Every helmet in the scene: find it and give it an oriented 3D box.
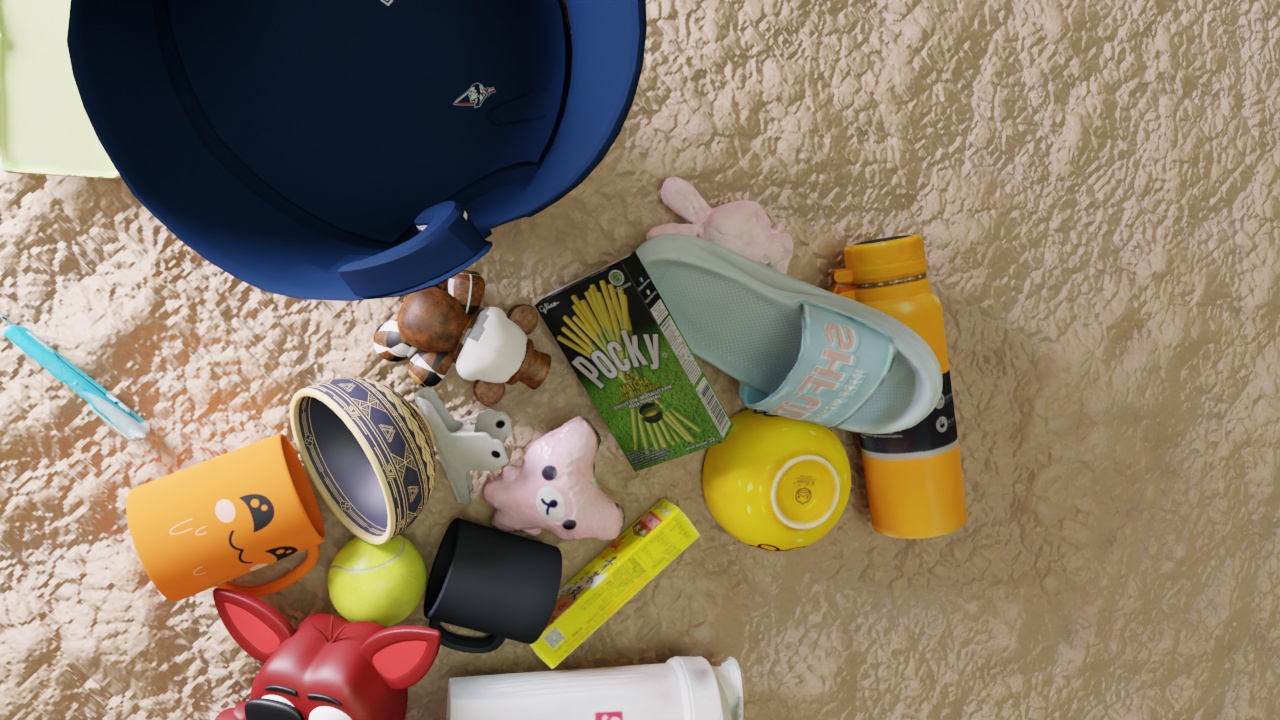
[{"bbox_3d":[-0.126,-0.177,0.492,0.273,0.222,0.232,-16,120,27],"label":"helmet"}]

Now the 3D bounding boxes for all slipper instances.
[{"bbox_3d":[0.095,-0.007,0.663,0.245,0.104,0.074,26,44,-2],"label":"slipper"}]

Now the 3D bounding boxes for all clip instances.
[{"bbox_3d":[-0.117,0.056,0.645,0.054,0.040,0.102,-8,126,6],"label":"clip"}]

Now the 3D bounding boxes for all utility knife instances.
[{"bbox_3d":[-0.366,0.009,0.585,0.015,0.022,0.123,-45,106,-1],"label":"utility knife"}]

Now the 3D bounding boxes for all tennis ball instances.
[{"bbox_3d":[-0.181,0.150,0.631,0.065,0.065,0.065,-2,96,-17],"label":"tennis ball"}]

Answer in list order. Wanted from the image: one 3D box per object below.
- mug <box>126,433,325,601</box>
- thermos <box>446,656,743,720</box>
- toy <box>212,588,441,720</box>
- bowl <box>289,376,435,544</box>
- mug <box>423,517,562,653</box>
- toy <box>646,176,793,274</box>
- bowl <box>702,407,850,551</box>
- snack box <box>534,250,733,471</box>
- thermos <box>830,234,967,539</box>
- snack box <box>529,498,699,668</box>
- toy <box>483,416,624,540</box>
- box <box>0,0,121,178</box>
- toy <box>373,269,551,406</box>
[{"bbox_3d":[-0.263,0.114,0.605,0.095,0.077,0.113,-22,128,-14],"label":"mug"},{"bbox_3d":[-0.032,0.272,0.677,0.220,0.099,0.099,2,94,-12],"label":"thermos"},{"bbox_3d":[-0.202,0.248,0.591,0.158,0.120,0.197,8,111,12],"label":"toy"},{"bbox_3d":[-0.174,0.058,0.610,0.061,0.113,0.112,-31,104,-38],"label":"bowl"},{"bbox_3d":[-0.112,0.170,0.658,0.077,0.071,0.105,20,116,-18],"label":"mug"},{"bbox_3d":[0.060,-0.094,0.691,0.110,0.047,0.063,22,87,-6],"label":"toy"},{"bbox_3d":[0.113,0.095,0.712,0.117,0.068,0.117,-2,96,-16],"label":"bowl"},{"bbox_3d":[-0.004,0.004,0.666,0.080,0.025,0.147,-22,105,30],"label":"snack box"},{"bbox_3d":[0.200,0.021,0.726,0.091,0.076,0.233,-13,100,-22],"label":"thermos"},{"bbox_3d":[-0.023,0.166,0.693,0.148,0.040,0.029,-41,105,-9],"label":"snack box"},{"bbox_3d":[-0.066,0.096,0.668,0.096,0.052,0.099,-16,109,0],"label":"toy"},{"bbox_3d":[-0.324,-0.206,0.568,0.140,0.047,0.188,-1,95,-8],"label":"box"},{"bbox_3d":[-0.119,-0.015,0.639,0.112,0.067,0.087,26,88,-26],"label":"toy"}]
